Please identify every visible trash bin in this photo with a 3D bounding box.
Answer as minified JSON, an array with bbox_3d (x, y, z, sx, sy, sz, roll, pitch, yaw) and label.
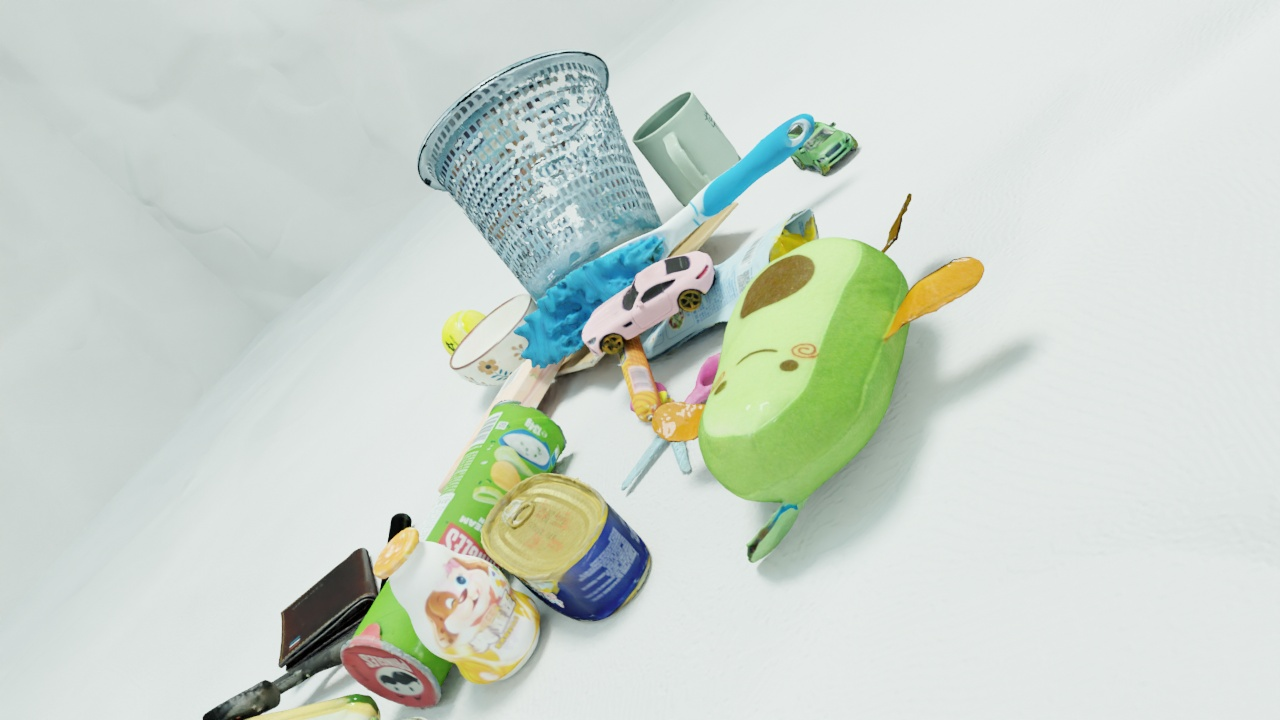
[{"bbox_3d":[-0.084,-0.168,0.946,0.226,0.195,0.227,-30,-8,-5],"label":"trash bin"}]

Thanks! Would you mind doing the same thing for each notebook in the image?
[{"bbox_3d":[-0.001,-0.064,0.879,0.207,0.008,0.148,-48,11,-17],"label":"notebook"}]

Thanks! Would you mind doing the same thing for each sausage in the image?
[{"bbox_3d":[-0.004,0.004,0.720,0.021,0.021,0.165,-37,26,10],"label":"sausage"}]

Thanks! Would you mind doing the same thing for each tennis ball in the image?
[{"bbox_3d":[-0.211,-0.030,1.125,0.066,0.065,0.065,-35,23,17],"label":"tennis ball"}]

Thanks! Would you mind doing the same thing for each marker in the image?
[{"bbox_3d":[-0.216,0.175,0.810,0.022,0.020,0.132,-55,19,12],"label":"marker"}]

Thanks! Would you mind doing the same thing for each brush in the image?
[{"bbox_3d":[0.018,-0.104,0.801,0.315,0.060,0.109,-36,7,29],"label":"brush"}]

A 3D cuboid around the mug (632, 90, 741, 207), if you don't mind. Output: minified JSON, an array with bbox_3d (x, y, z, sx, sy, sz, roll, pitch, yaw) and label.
[{"bbox_3d":[0.054,-0.214,0.972,0.082,0.106,0.111,-33,23,18],"label":"mug"}]

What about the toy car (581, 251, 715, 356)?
[{"bbox_3d":[0.004,-0.048,0.728,0.122,0.037,0.056,-30,26,14],"label":"toy car"}]

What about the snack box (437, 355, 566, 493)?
[{"bbox_3d":[-0.127,0.056,0.853,0.085,0.026,0.156,-39,18,45],"label":"snack box"}]

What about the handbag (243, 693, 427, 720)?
[{"bbox_3d":[-0.198,0.282,0.548,0.179,0.063,0.163,-20,27,13],"label":"handbag"}]

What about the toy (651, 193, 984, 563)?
[{"bbox_3d":[0.096,-0.005,0.537,0.228,0.090,0.246,-33,19,36],"label":"toy"}]

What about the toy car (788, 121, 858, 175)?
[{"bbox_3d":[0.167,-0.202,0.862,0.043,0.036,0.091,-40,25,0],"label":"toy car"}]

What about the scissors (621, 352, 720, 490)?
[{"bbox_3d":[0.029,0.039,0.667,0.128,0.017,0.133,-35,27,9],"label":"scissors"}]

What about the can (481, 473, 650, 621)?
[{"bbox_3d":[-0.052,0.119,0.600,0.074,0.049,0.148,-49,23,-19],"label":"can"}]

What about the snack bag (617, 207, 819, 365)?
[{"bbox_3d":[0.059,-0.054,0.752,0.192,0.039,0.110,-28,32,48],"label":"snack bag"}]

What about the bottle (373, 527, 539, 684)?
[{"bbox_3d":[-0.114,0.150,0.568,0.063,0.108,0.063,-36,23,18],"label":"bottle"}]

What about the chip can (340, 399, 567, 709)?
[{"bbox_3d":[-0.129,0.131,0.676,0.072,0.072,0.235,-24,27,37],"label":"chip can"}]

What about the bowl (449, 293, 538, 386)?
[{"bbox_3d":[-0.142,-0.012,0.983,0.114,0.062,0.113,-34,24,18],"label":"bowl"}]

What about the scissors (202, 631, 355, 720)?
[{"bbox_3d":[-0.292,0.264,0.719,0.221,0.021,0.221,-28,-8,-18],"label":"scissors"}]

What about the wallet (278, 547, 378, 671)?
[{"bbox_3d":[-0.280,0.220,0.821,0.096,0.020,0.122,-36,18,-12],"label":"wallet"}]
